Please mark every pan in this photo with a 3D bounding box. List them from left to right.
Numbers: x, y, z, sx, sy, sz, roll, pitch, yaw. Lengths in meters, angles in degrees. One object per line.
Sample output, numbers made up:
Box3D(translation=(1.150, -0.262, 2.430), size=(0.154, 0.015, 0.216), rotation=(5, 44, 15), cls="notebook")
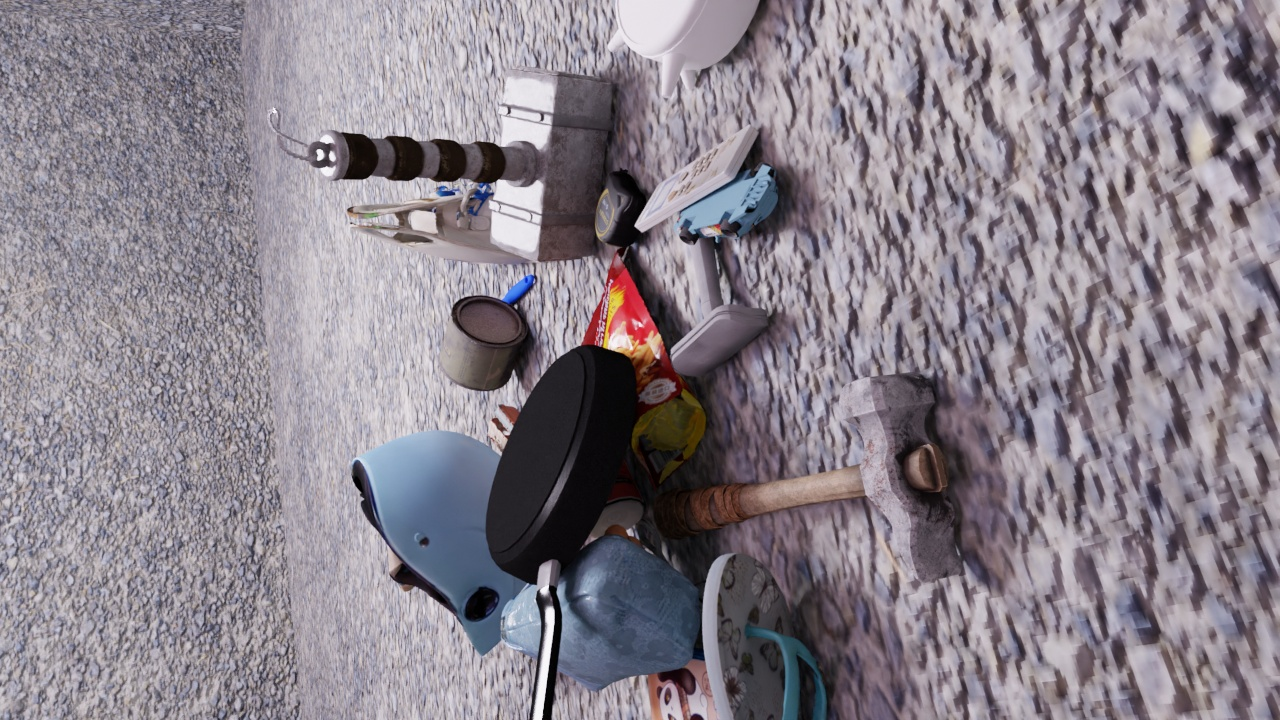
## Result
Box3D(translation=(-0.074, 0.136, 0.707), size=(0.205, 0.044, 0.354), rotation=(-48, 27, 40), cls="pan")

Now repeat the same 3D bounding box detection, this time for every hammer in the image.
Box3D(translation=(-0.165, -0.174, 0.804), size=(0.079, 0.325, 0.177), rotation=(23, 112, 39), cls="hammer")
Box3D(translation=(0.095, 0.098, 0.652), size=(0.320, 0.048, 0.121), rotation=(-27, 71, 59), cls="hammer")

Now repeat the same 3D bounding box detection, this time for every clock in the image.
Box3D(translation=(0.044, -0.292, 0.702), size=(0.125, 0.072, 0.161), rotation=(54, 129, 44), cls="clock")

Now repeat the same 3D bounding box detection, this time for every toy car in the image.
Box3D(translation=(0.067, -0.112, 0.687), size=(0.060, 0.027, 0.108), rotation=(-59, 23, -14), cls="toy car")

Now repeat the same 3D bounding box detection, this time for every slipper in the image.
Box3D(translation=(0.101, 0.259, 0.621), size=(0.055, 0.098, 0.269), rotation=(-8, 93, 35), cls="slipper")

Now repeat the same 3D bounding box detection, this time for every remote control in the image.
Box3D(translation=(0.041, -0.143, 0.731), size=(0.136, 0.011, 0.050), rotation=(-19, 38, 58), cls="remote control")

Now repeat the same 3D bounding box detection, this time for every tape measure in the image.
Box3D(translation=(-0.016, -0.134, 0.834), size=(0.061, 0.034, 0.061), rotation=(-112, 38, -51), cls="tape measure")

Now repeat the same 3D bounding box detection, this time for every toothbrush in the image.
Box3D(translation=(-0.167, -0.066, 1.116), size=(0.183, 0.018, 0.016), rotation=(-31, 65, 53), cls="toothbrush")

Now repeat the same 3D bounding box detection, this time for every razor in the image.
Box3D(translation=(0.054, -0.058, 0.718), size=(0.088, 0.047, 0.116), rotation=(-44, 47, 52), cls="razor")

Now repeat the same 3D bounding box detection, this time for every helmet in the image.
Box3D(translation=(-0.196, 0.193, 1.013), size=(0.225, 0.166, 0.266), rotation=(35, 150, 59), cls="helmet")

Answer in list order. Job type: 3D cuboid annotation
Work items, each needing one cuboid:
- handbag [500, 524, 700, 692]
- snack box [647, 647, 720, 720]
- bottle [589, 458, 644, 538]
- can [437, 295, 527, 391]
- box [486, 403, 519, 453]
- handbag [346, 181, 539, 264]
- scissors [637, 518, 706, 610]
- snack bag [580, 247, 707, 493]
Box3D(translation=(-0.030, 0.199, 0.758), size=(0.192, 0.121, 0.118), rotation=(-45, 18, 49), cls="handbag")
Box3D(translation=(0.058, 0.279, 0.730), size=(0.152, 0.034, 0.087), rotation=(-18, 75, 58), cls="snack box")
Box3D(translation=(-0.056, 0.083, 0.885), size=(0.176, 0.062, 0.062), rotation=(62, 141, 37), cls="bottle")
Box3D(translation=(-0.184, -0.021, 1.070), size=(0.089, 0.089, 0.075), rotation=(61, 140, 38), cls="can")
Box3D(translation=(-0.121, 0.109, 1.014), size=(0.187, 0.056, 0.059), rotation=(39, 165, 53), cls="box")
Box3D(translation=(-0.220, -0.161, 1.021), size=(0.201, 0.199, 0.093), rotation=(8, 94, 57), cls="handbag")
Box3D(translation=(0.034, 0.200, 0.771), size=(0.141, 0.014, 0.175), rotation=(53, 146, 23), cls="scissors")
Box3D(translation=(-0.005, 0.005, 0.824), size=(0.207, 0.066, 0.139), rotation=(-113, 30, -47), cls="snack bag")
